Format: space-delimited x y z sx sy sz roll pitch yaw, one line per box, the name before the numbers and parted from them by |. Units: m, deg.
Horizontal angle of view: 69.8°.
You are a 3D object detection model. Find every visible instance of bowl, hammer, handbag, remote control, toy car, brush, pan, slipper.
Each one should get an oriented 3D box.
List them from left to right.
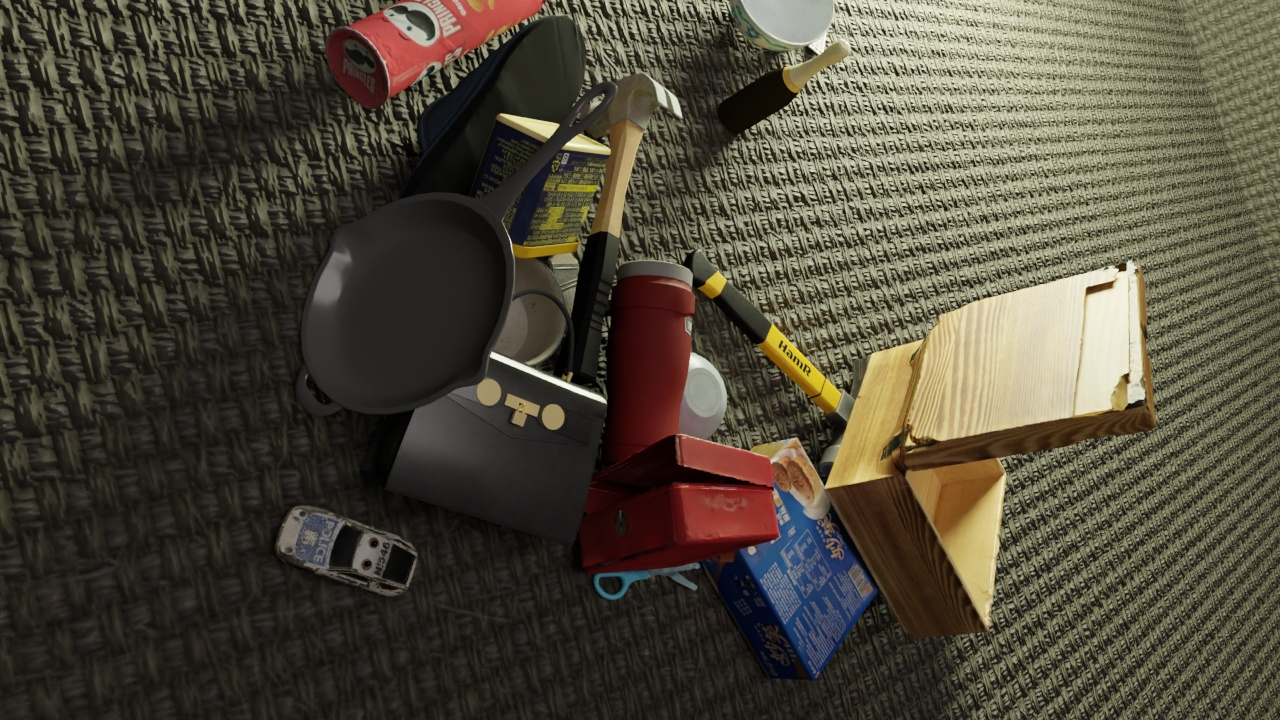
toy car | -0.227 0.150 0.718 0.112 0.041 0.048 28 61 -29
pan | -0.141 -0.091 0.737 0.354 0.216 0.024 -47 150 -2
slipper | -0.153 -0.223 0.853 0.265 0.083 0.109 -55 151 -15
bowl | -0.132 -0.042 0.837 0.115 0.059 0.115 12 70 -36
handbag | -0.111 0.035 0.782 0.175 0.072 0.195 24 83 -31
brush | -0.079 -0.094 0.925 0.038 0.012 0.151 -7 81 -40
hammer | -0.033 -0.134 0.906 0.039 0.131 0.327 25 67 -37
bowl | 0.054 0.037 0.974 0.106 0.039 0.106 12 70 -36
bowl | 0.166 -0.452 1.173 0.143 0.074 0.144 5 77 -23
hammer | 0.167 -0.015 1.089 0.324 0.034 0.169 42 54 -20
remote control | 0.252 -0.482 1.299 0.028 0.012 0.124 27 62 -30

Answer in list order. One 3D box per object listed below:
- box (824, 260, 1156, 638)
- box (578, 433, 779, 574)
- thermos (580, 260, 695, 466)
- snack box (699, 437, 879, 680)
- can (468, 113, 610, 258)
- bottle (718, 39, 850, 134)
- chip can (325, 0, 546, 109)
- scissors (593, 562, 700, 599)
box | 0.407 0.088 1.001 0.286 0.337 0.278 56 39 -18
box | 0.032 0.142 0.840 0.129 0.158 0.097 11 60 -36
thermos | -0.005 0.005 0.907 0.108 0.084 0.198 5 79 -1
snack box | 0.152 0.210 0.984 0.154 0.069 0.203 -38 102 -39
can | -0.093 -0.158 0.833 0.075 0.104 0.135 28 18 14
bottle | 0.169 -0.323 1.074 0.045 0.185 0.045 12 70 -36
chip can | -0.185 -0.320 0.867 0.073 0.073 0.232 54 51 -13
scissors | 0.006 0.212 0.903 0.142 0.015 0.094 34 58 -20
